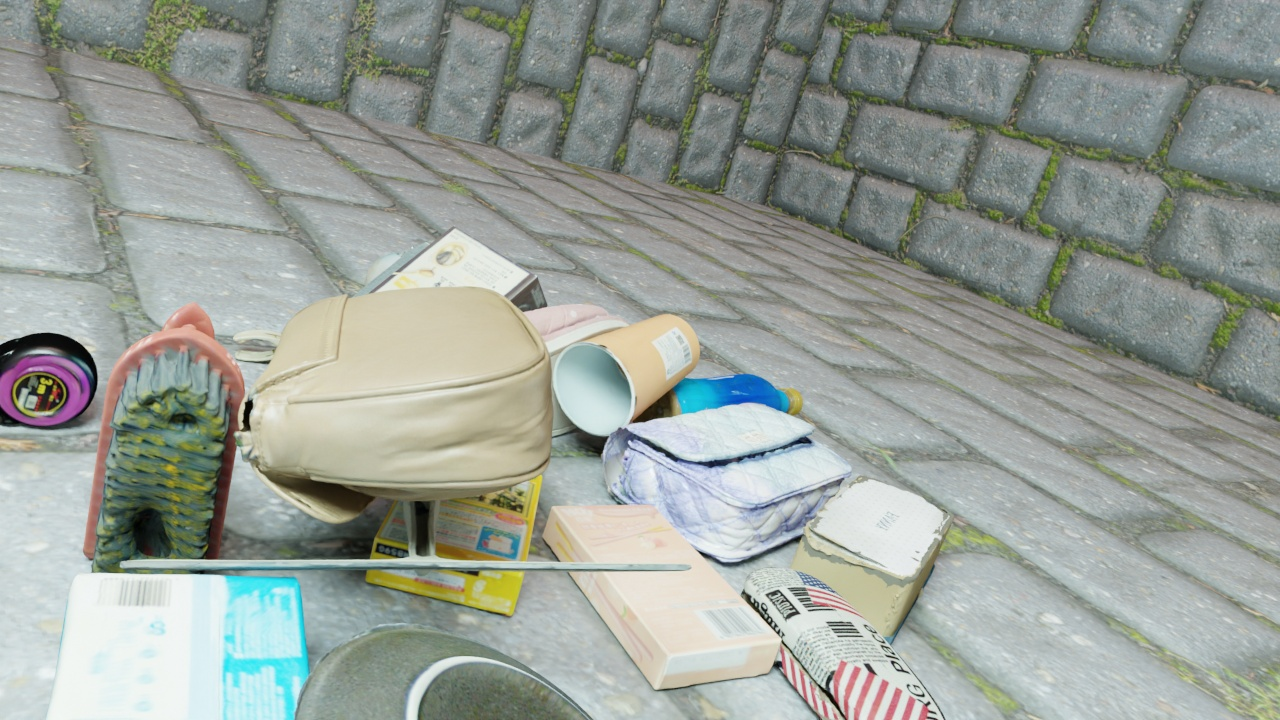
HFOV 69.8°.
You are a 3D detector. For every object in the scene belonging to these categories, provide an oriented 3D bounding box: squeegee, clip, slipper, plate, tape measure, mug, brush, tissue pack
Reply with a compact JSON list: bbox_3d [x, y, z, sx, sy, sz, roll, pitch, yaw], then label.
[{"bbox_3d":[-0.125,0.078,0.524,0.246,0.039,0.246,3,14,-15],"label":"squeegee"},{"bbox_3d":[-0.279,-0.024,0.766,0.103,0.092,0.035,23,14,-19],"label":"clip"},{"bbox_3d":[-0.099,0.013,0.752,0.054,0.114,0.273,31,27,29],"label":"slipper"},{"bbox_3d":[-0.047,0.163,0.354,0.179,0.024,0.179,38,10,-8],"label":"plate"},{"bbox_3d":[-0.373,0.011,0.574,0.057,0.057,0.039,-2,23,-26],"label":"tape measure"},{"bbox_3d":[-0.005,0.004,0.762,0.078,0.078,0.122,25,31,25],"label":"mug"},{"bbox_3d":[-0.232,0.043,0.451,0.063,0.146,0.069,10,32,-25],"label":"brush"},{"bbox_3d":[-0.175,0.136,0.351,0.090,0.063,0.140,8,19,-28],"label":"tissue pack"}]

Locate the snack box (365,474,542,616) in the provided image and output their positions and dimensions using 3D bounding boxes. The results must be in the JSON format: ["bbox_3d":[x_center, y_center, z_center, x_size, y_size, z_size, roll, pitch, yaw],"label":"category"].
[{"bbox_3d":[-0.112,0.102,0.580,0.087,0.034,0.140,15,18,-6],"label":"snack box"}]

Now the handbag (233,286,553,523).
[{"bbox_3d":[-0.124,0.018,0.490,0.147,0.100,0.204,-4,15,-13],"label":"handbag"}]

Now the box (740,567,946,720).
[{"bbox_3d":[0.115,0.181,0.545,0.071,0.057,0.164,27,11,-29],"label":"box"}]

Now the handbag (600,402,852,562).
[{"bbox_3d":[0.077,0.087,0.737,0.134,0.076,0.193,27,19,32],"label":"handbag"}]

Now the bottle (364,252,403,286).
[{"bbox_3d":[-0.204,-0.050,0.916,0.190,0.068,0.067,30,21,37],"label":"bottle"}]

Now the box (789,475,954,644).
[{"bbox_3d":[0.171,0.144,0.681,0.090,0.060,0.183,24,20,25],"label":"box"}]

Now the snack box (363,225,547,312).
[{"bbox_3d":[-0.164,-0.046,0.774,0.113,0.053,0.125,32,65,32],"label":"snack box"}]

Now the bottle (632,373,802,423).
[{"bbox_3d":[0.087,0.045,0.898,0.218,0.065,0.065,-1,24,-45],"label":"bottle"}]

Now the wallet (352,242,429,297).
[{"bbox_3d":[-0.219,-0.050,0.853,0.107,0.037,0.129,29,64,39],"label":"wallet"}]

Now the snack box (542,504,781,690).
[{"bbox_3d":[0.009,0.142,0.578,0.084,0.026,0.157,5,20,-33],"label":"snack box"}]
